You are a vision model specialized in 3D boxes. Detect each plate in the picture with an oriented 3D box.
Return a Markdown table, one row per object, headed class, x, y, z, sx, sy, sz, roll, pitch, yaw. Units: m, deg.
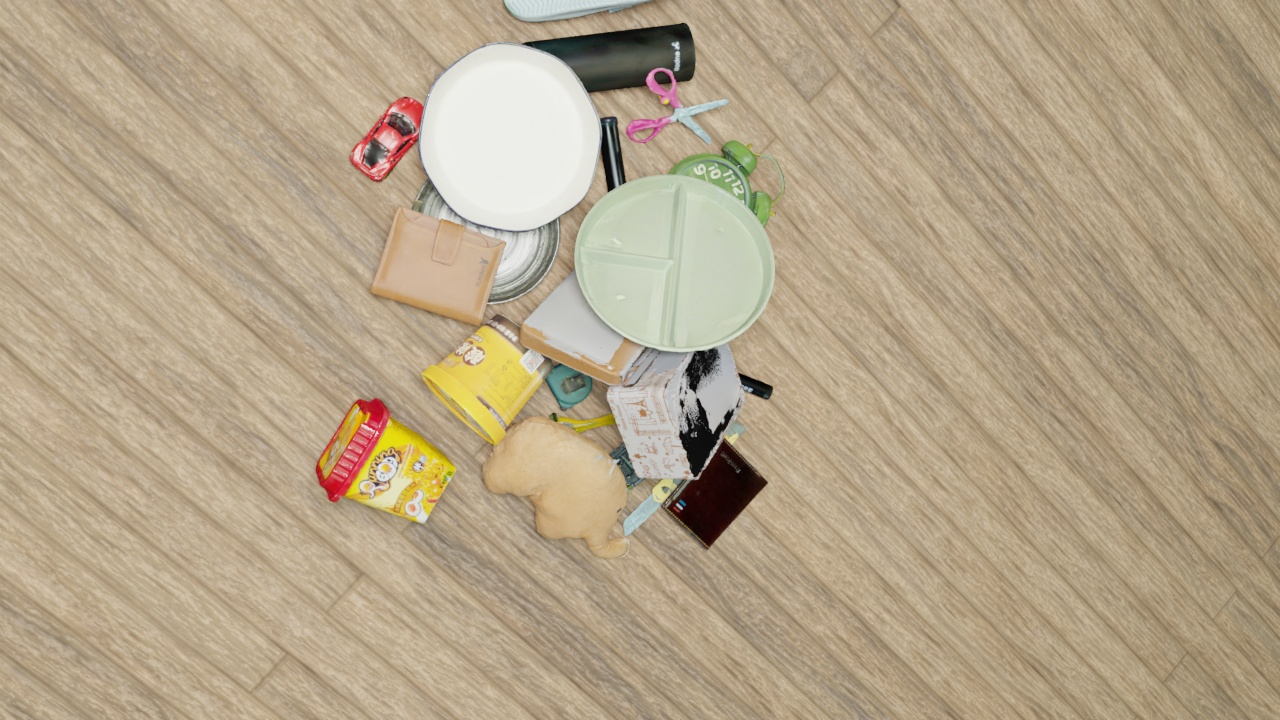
| class | x | y | z | sx | sy | sz | roll | pitch | yaw |
| --- | --- | --- | --- | --- | --- | --- | --- | --- | --- |
| plate | -0.148 | -0.251 | 1.042 | 0.204 | 0.045 | 0.205 | -4 | 109 | -11 |
| plate | -0.184 | -0.157 | 1.096 | 0.179 | 0.024 | 0.179 | -1 | 95 | -13 |
| plate | 0.039 | -0.110 | 1.047 | 0.230 | 0.028 | 0.229 | 2 | 67 | -6 |

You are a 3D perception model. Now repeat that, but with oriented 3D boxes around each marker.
| class | x | y | z | sx | sy | sz | roll | pitch | yaw |
| --- | --- | --- | --- | --- | --- | --- | --- | --- | --- |
| marker | 0.110 | 0.018 | 1.180 | 0.132 | 0.020 | 0.022 | 22 | 72 | -13 |

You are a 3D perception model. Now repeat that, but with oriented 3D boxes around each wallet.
| class | x | y | z | sx | sy | sz | roll | pitch | yaw |
| --- | --- | --- | --- | --- | --- | --- | --- | --- | --- |
| wallet | -0.231 | -0.115 | 1.061 | 0.130 | 0.035 | 0.119 | 17 | 97 | -14 |
| wallet | 0.095 | 0.171 | 1.180 | 0.122 | 0.020 | 0.096 | -47 | 113 | -9 |

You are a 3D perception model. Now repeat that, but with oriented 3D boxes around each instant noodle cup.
| class | x | y | z | sx | sy | sz | roll | pitch | yaw |
| --- | --- | --- | --- | --- | --- | --- | --- | --- | --- |
| instant noodle cup | -0.288 | 0.120 | 1.048 | 0.123 | 0.116 | 0.116 | 33 | 85 | -25 |
| instant noodle cup | -0.172 | 0.018 | 1.065 | 0.118 | 0.119 | 0.114 | 46 | 75 | -12 |

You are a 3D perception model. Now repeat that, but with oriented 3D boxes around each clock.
| class | x | y | z | sx | sy | sz | roll | pitch | yaw |
| --- | --- | --- | --- | --- | --- | --- | --- | --- | --- |
| clock | 0.097 | -0.203 | 1.127 | 0.161 | 0.056 | 0.116 | -21 | 98 | 2 |

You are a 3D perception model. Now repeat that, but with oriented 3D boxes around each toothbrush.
| class | x | y | z | sx | sy | sz | roll | pitch | yaw |
| --- | --- | --- | --- | --- | --- | --- | --- | --- | --- |
| toothbrush | -0.027 | -0.191 | 1.130 | 0.027 | 0.026 | 0.212 | -11 | 97 | -26 |

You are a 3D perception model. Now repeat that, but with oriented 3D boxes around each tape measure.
| class | x | y | z | sx | sy | sz | roll | pitch | yaw |
| --- | --- | --- | --- | --- | --- | --- | --- | --- | --- |
| tape measure | -0.087 | 0.027 | 1.128 | 0.054 | 0.025 | 0.058 | -29 | 99 | -11 |

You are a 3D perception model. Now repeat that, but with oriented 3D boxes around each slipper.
| class | x | y | z | sx | sy | sz | roll | pitch | yaw |
| --- | --- | --- | --- | --- | --- | --- | --- | --- | --- |
| slipper | -0.045 | -0.461 | 1.088 | 0.245 | 0.074 | 0.104 | -16 | 98 | 4 |

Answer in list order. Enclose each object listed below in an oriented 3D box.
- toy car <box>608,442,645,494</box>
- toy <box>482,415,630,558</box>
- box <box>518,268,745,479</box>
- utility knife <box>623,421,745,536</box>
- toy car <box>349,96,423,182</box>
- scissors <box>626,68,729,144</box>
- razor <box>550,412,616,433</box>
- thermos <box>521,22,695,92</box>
| class | x | y | z | sx | sy | sz | roll | pitch | yaw |
| --- | --- | --- | --- | --- | --- | --- | --- | --- | --- |
| toy car | -0.003 | 0.121 | 1.151 | 0.120 | 0.037 | 0.054 | -40 | 102 | 0 |
| toy | -0.080 | 0.160 | 1.107 | 0.226 | 0.082 | 0.144 | 43 | 119 | -14 |
| box | 0.005 | 0.001 | 1.064 | 0.271 | 0.133 | 0.178 | 46 | 41 | -7 |
| utility knife | 0.053 | 0.148 | 1.179 | 0.208 | 0.021 | 0.031 | -41 | 97 | -4 |
| toy car | -0.288 | -0.258 | 1.061 | 0.049 | 0.031 | 0.106 | 41 | 82 | -14 |
| scissors | 0.041 | -0.300 | 1.125 | 0.132 | 0.017 | 0.133 | -37 | 133 | 21 |
| razor | -0.045 | 0.074 | 1.143 | 0.132 | 0.028 | 0.043 | -12 | 93 | -15 |
| thermos | -0.059 | -0.345 | 1.099 | 0.242 | 0.068 | 0.090 | -11 | 126 | -11 |
